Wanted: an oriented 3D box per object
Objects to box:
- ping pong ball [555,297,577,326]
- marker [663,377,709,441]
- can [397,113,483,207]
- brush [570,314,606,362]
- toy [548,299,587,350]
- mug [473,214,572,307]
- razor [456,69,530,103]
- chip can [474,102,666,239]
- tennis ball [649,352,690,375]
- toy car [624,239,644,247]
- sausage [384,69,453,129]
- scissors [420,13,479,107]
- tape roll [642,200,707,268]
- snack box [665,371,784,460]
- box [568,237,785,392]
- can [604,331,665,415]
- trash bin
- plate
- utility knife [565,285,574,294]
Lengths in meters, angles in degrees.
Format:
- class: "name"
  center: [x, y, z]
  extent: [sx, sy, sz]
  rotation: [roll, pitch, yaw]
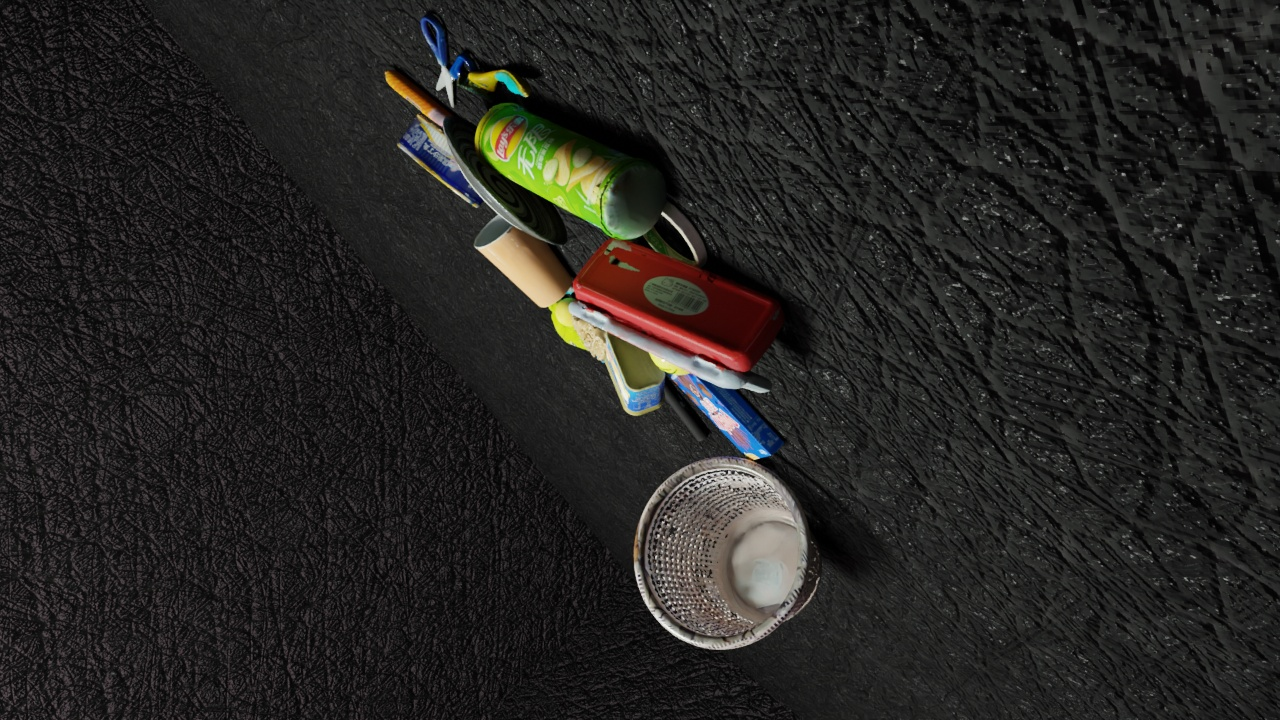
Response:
- class: "ping pong ball"
  center: [-0.099, -0.068, 1.286]
  extent: [0.040, 0.040, 0.040]
  rotation: [43, 165, 14]
- class: "marker"
  center: [0.048, 0.058, 1.245]
  extent: [0.132, 0.022, 0.020]
  rotation: [51, -159, -17]
- class: "can"
  center: [-0.238, -0.248, 1.137]
  extent: [0.148, 0.049, 0.074]
  rotation: [40, -176, 25]
- class: "brush"
  center: [-0.042, -0.002, 1.320]
  extent: [0.083, 0.045, 0.255]
  rotation: [35, 166, 26]
- class: "toy"
  center: [-0.105, -0.054, 1.356]
  extent: [0.096, 0.031, 0.100]
  rotation: [43, 163, 0]
- class: "mug"
  center: [-0.148, -0.131, 1.199]
  extent: [0.123, 0.078, 0.078]
  rotation: [49, 166, -30]
- class: "razor"
  center: [-0.133, -0.265, 0.881]
  extent: [0.043, 0.028, 0.132]
  rotation: [25, -177, -34]
- class: "chip can"
  center: [-0.068, -0.177, 0.845]
  extent: [0.221, 0.072, 0.072]
  rotation: [33, 161, 41]
- class: "tennis ball"
  center: [0.041, -0.017, 0.977]
  extent: [0.065, 0.065, 0.065]
  rotation: [43, 165, 14]
- class: "toy car"
  center: [0.016, -0.064, 0.925]
  extent: [0.156, 0.071, 0.041]
  rotation: [38, -153, 11]
- class: "sausage"
  center: [-0.263, -0.315, 1.128]
  extent: [0.165, 0.021, 0.021]
  rotation: [41, 165, 22]
- class: "scissors"
  center: [-0.202, -0.308, 0.995]
  extent: [0.141, 0.012, 0.171]
  rotation: [41, 166, 24]
- class: "tape roll"
  center: [0.027, -0.117, 0.852]
  extent: [0.086, 0.014, 0.086]
  rotation: [43, 165, 14]
- class: "snack box"
  center: [0.096, 0.052, 1.083]
  extent: [0.157, 0.026, 0.085]
  rotation: [46, 166, 1]
- class: "box"
  center: [0.034, -0.029, 0.854]
  extent: [0.201, 0.095, 0.099]
  rotation: [25, 157, 29]
- class: "can"
  center: [-0.007, 0.007, 1.148]
  extent: [0.083, 0.057, 0.102]
  rotation: [93, 156, -68]
- class: "trash bin"
  center: [0.133, 0.252, 1.167]
  extent: [0.227, 0.227, 0.192]
  rotation: [37, -178, 33]
- class: "plate"
  center: [-0.146, -0.185, 0.973]
  extent: [0.179, 0.024, 0.179]
  rotation: [46, -164, -17]
- class: "utility knife"
  center: [-0.123, -0.100, 1.322]
  extent: [0.029, 0.013, 0.165]
  rotation: [49, 165, -11]
